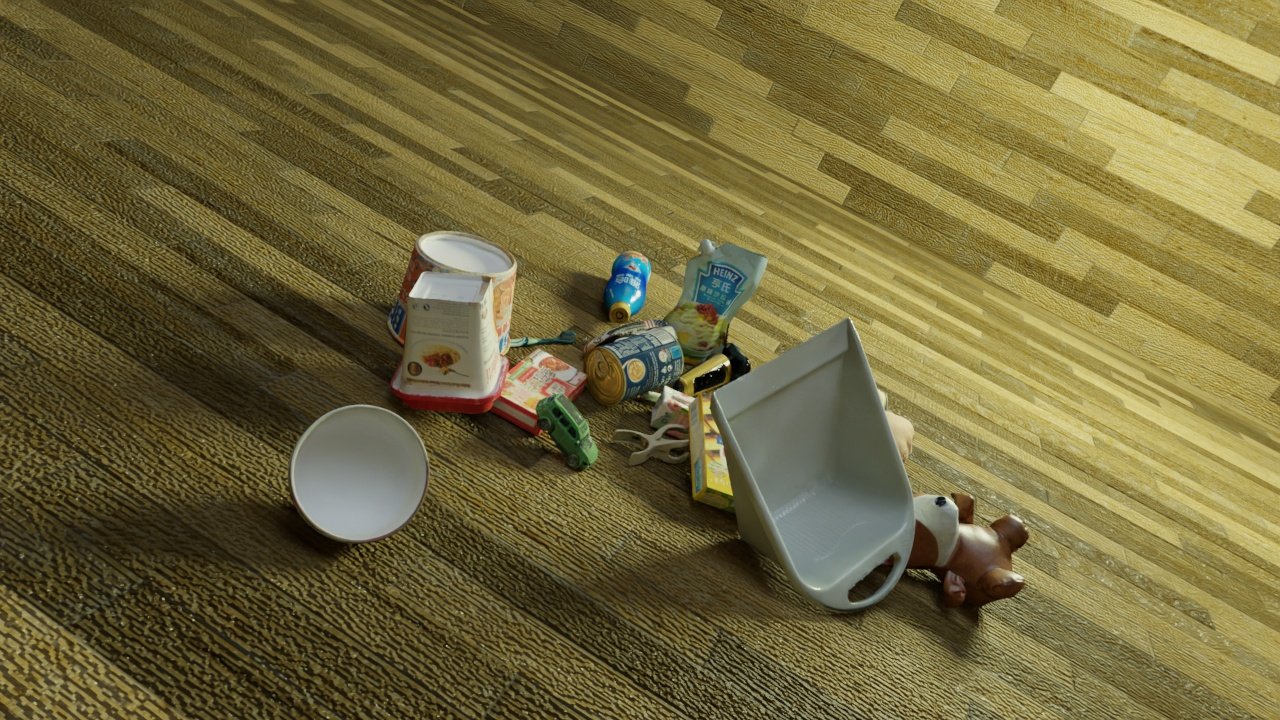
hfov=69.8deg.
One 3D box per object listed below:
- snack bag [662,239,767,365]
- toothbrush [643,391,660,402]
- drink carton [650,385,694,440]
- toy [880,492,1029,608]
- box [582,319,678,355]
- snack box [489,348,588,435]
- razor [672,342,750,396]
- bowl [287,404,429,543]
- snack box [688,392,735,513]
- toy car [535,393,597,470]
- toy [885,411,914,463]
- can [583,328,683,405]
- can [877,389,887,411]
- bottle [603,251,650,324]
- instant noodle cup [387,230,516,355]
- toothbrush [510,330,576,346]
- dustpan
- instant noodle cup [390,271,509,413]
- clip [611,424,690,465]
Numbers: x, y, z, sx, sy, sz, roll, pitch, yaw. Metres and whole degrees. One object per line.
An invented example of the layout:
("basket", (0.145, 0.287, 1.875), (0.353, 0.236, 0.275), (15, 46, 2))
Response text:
("snack bag", (0.100, -0.084, 1.338), (0.110, 0.191, 0.038), (22, 23, -8))
("toothbrush", (0.092, 0.071, 1.228), (0.189, 0.020, 0.029), (17, -5, -16))
("drink carton", (0.077, 0.079, 1.162), (0.122, 0.046, 0.053), (24, 23, -5))
("toy", (0.351, 0.211, 1.080), (0.199, 0.131, 0.139), (21, 43, 9))
("box", (-0.015, -0.023, 1.278), (0.088, 0.076, 0.162), (14, 18, 34))
("snack box", (-0.122, 0.035, 1.086), (0.075, 0.025, 0.152), (28, 24, 7))
("razor", (0.100, 0.020, 1.299), (0.068, 0.062, 0.167), (4, 16, 34))
("bowl", (-0.242, 0.097, 0.773), (0.113, 0.113, 0.062), (10, -15, -30))
("snack box", (0.101, 0.111, 1.076), (0.087, 0.034, 0.140), (22, 45, -22))
("toy car", (-0.078, 0.077, 1.001), (0.091, 0.036, 0.043), (56, 22, -8))
("toy", (0.282, 0.078, 1.314), (0.226, 0.083, 0.143), (34, 30, 21))
("can", (-0.007, 0.007, 1.166), (0.110, 0.075, 0.075), (-19, 48, -41))
("can", (0.320, 0.058, 1.424), (0.116, 0.059, 0.058), (18, 25, -16))
("bottle", (-0.023, -0.109, 1.429), (0.065, 0.065, 0.218), (23, 25, -5))
("instant noodle cup", (-0.219, -0.081, 1.102), (0.151, 0.112, 0.151), (15, 26, -8))
("toothbrush", (-0.151, -0.027, 1.194), (0.191, 0.018, 0.016), (-5, 38, -49))
("dustpan", (0.206, 0.126, 0.974), (0.222, 0.258, 0.143), (-27, 36, -32))
("instant noodle cup", (-0.201, -0.022, 0.976), (0.116, 0.124, 0.116), (4, 26, -2))
("clip", (0.019, 0.100, 1.082), (0.100, 0.035, 0.071), (2, 33, -33))
